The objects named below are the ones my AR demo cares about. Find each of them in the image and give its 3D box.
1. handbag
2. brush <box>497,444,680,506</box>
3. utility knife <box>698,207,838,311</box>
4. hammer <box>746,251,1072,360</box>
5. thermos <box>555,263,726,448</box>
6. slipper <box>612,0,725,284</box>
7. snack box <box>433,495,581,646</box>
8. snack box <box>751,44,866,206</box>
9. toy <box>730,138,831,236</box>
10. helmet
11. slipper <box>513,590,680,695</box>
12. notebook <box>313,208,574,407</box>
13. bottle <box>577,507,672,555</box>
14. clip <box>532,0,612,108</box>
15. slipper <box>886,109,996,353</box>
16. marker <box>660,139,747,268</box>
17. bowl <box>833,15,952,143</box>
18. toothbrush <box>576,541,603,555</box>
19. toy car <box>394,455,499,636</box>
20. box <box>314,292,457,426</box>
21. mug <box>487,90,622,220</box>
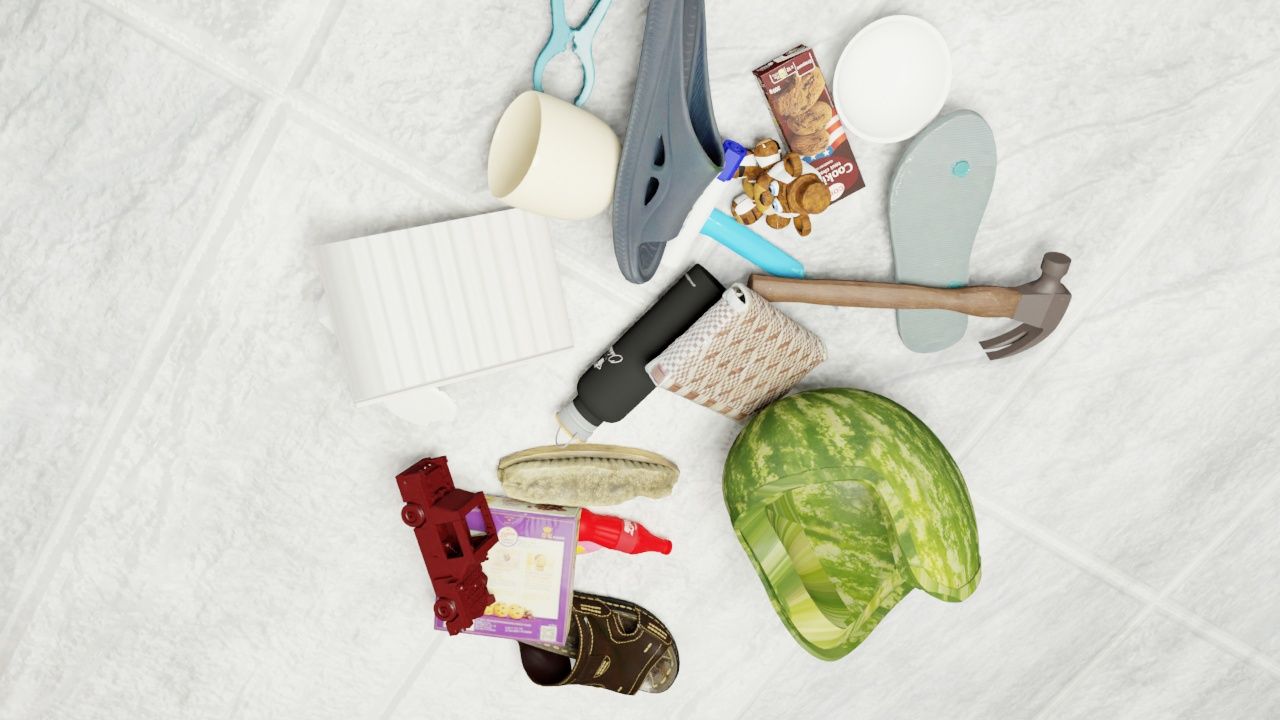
[{"bbox_3d":[0.099,-0.002,0.902,0.124,0.047,0.185,-45,143,15],"label":"handbag"},{"bbox_3d":[-0.053,0.123,0.974,0.195,0.043,0.059,2,115,-8],"label":"brush"},{"bbox_3d":[0.120,-0.104,0.908,0.205,0.015,0.031,30,110,-17],"label":"utility knife"},{"bbox_3d":[0.265,-0.061,0.908,0.323,0.033,0.115,3,126,-7],"label":"hammer"},{"bbox_3d":[-0.005,0.005,0.915,0.231,0.061,0.061,-44,114,12],"label":"thermos"},{"bbox_3d":[0.039,-0.195,0.795,0.083,0.110,0.268,13,109,15],"label":"slipper"},{"bbox_3d":[-0.142,0.221,0.974,0.143,0.040,0.148,7,101,3],"label":"snack box"},{"bbox_3d":[0.157,-0.214,0.852,0.051,0.031,0.141,-27,116,5],"label":"snack box"},{"bbox_3d":[0.127,-0.156,0.835,0.067,0.112,0.087,-20,117,-12],"label":"toy"},{"bbox_3d":[0.206,0.141,0.916,0.247,0.242,0.214,51,132,6],"label":"helmet"},{"bbox_3d":[-0.066,0.325,1.050,0.267,0.075,0.113,28,108,-20],"label":"slipper"},{"bbox_3d":[-0.170,-0.053,0.830,0.209,0.009,0.142,-15,100,-23],"label":"notebook"},{"bbox_3d":[-0.021,0.194,1.017,0.119,0.036,0.036,18,111,-17],"label":"bottle"},{"bbox_3d":[-0.074,-0.281,0.789,0.113,0.028,0.127,1,115,-7],"label":"clip"},{"bbox_3d":[0.286,-0.124,0.913,0.098,0.054,0.269,-8,127,-2],"label":"slipper"},{"bbox_3d":[0.056,-0.143,0.855,0.023,0.027,0.133,28,124,-6],"label":"marker"},{"bbox_3d":[0.222,-0.258,0.837,0.110,0.040,0.110,-3,116,-7],"label":"bowl"},{"bbox_3d":[-0.107,0.215,1.027,0.135,0.016,0.021,-9,114,-7],"label":"toothbrush"},{"bbox_3d":[-0.183,0.180,0.912,0.062,0.070,0.170,-14,99,19],"label":"toy car"},{"bbox_3d":[-0.228,-0.010,0.861,0.083,0.092,0.166,-26,120,26],"label":"box"},{"bbox_3d":[-0.074,-0.169,0.808,0.099,0.096,0.120,13,158,-35],"label":"mug"}]
